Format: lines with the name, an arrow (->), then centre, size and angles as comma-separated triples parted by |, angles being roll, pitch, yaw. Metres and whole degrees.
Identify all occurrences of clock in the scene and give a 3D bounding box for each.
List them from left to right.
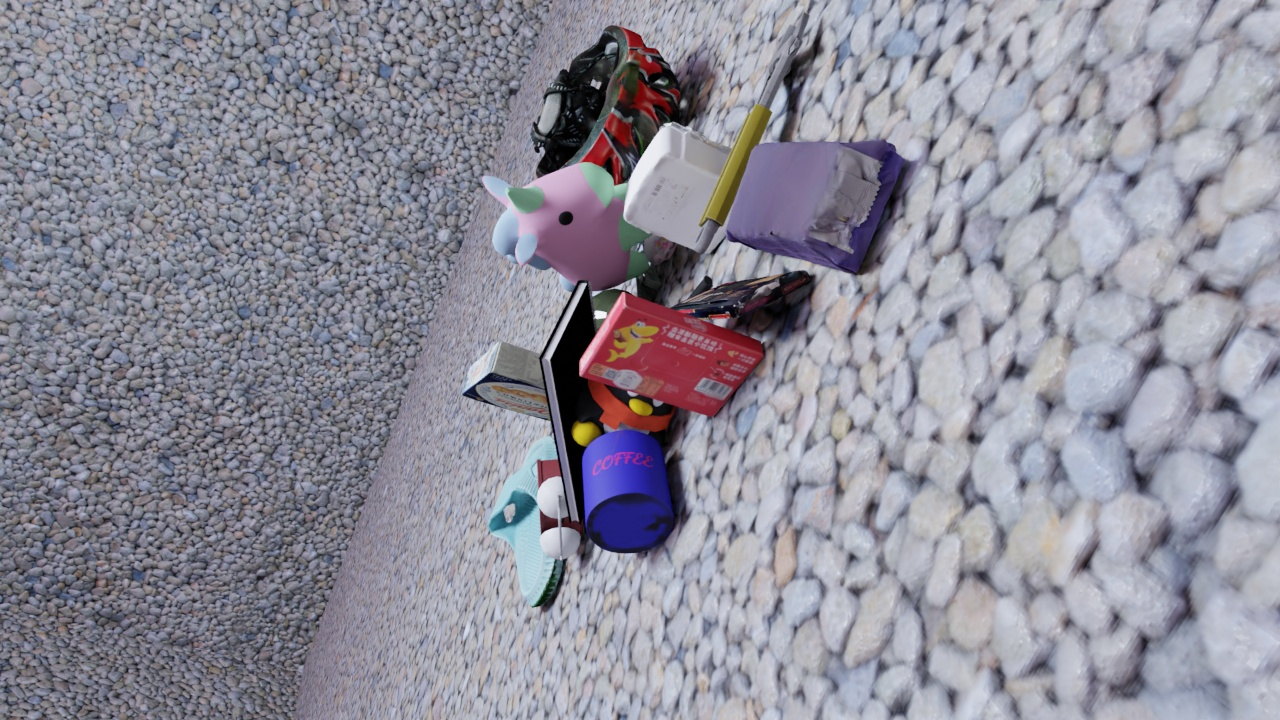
clock -> -0.090, 0.161, 1.024 | 0.137, 0.048, 0.096 | -109, 17, -67

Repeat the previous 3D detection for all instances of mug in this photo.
mug -> -0.012, 0.134, 0.862 | 0.083, 0.079, 0.111 | -98, 5, -53

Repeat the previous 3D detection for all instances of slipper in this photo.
slipper -> -0.143, 0.191, 1.162 | 0.116, 0.069, 0.275 | -57, 24, 27

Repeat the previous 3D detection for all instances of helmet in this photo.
helmet -> -0.040, -0.314, 1.197 | 0.272, 0.167, 0.217 | 8, 79, 71

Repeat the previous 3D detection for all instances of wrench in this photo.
wrench -> 0.105, -0.218, 0.868 | 0.273, 0.018, 0.084 | -66, 7, -15

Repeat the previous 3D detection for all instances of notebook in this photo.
notebook -> -0.063, 0.042, 0.947 | 0.148, 0.016, 0.207 | -71, -21, -54

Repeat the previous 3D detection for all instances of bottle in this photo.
bottle -> -0.035, -0.043, 1.051 | 0.207, 0.071, 0.071 | 168, 119, -74

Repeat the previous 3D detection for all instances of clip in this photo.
clip -> 0.007, -0.103, 1.095 | 0.047, 0.023, 0.076 | -57, 26, 31

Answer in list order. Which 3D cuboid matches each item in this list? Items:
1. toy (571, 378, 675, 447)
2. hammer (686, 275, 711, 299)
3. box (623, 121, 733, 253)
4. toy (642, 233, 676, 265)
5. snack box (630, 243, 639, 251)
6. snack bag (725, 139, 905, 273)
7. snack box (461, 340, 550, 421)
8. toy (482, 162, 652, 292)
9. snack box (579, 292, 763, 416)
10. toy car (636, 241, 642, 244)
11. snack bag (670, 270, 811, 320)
toy -> -0.005, 0.028, 0.899 | 0.119, 0.097, 0.099 | -57, 20, 29
hammer -> -0.006, 0.006, 1.042 | 0.326, 0.015, 0.094 | -51, 27, 43
box -> 0.048, -0.198, 0.944 | 0.103, 0.110, 0.130 | -55, 26, 40
toy -> 0.023, -0.150, 1.069 | 0.125, 0.037, 0.076 | -94, 22, -62
snack box -> -0.051, -0.163, 1.232 | 0.072, 0.072, 0.121 | -71, 20, 0
snack bag -> 0.127, -0.132, 0.741 | 0.096, 0.058, 0.205 | -70, 19, 6
snack box -> -0.125, 0.031, 1.094 | 0.145, 0.144, 0.042 | -29, 46, 63
toy -> -0.075, -0.131, 1.000 | 0.223, 0.171, 0.120 | 96, 152, -60
snack box -> 0.026, -0.002, 0.781 | 0.089, 0.133, 0.021 | -55, 26, 38
toy car -> 0.007, -0.193, 1.119 | 0.027, 0.060, 0.108 | 40, 117, 22
snack bag -> 0.079, -0.055, 0.792 | 0.018, 0.074, 0.155 | 67, 162, -9
